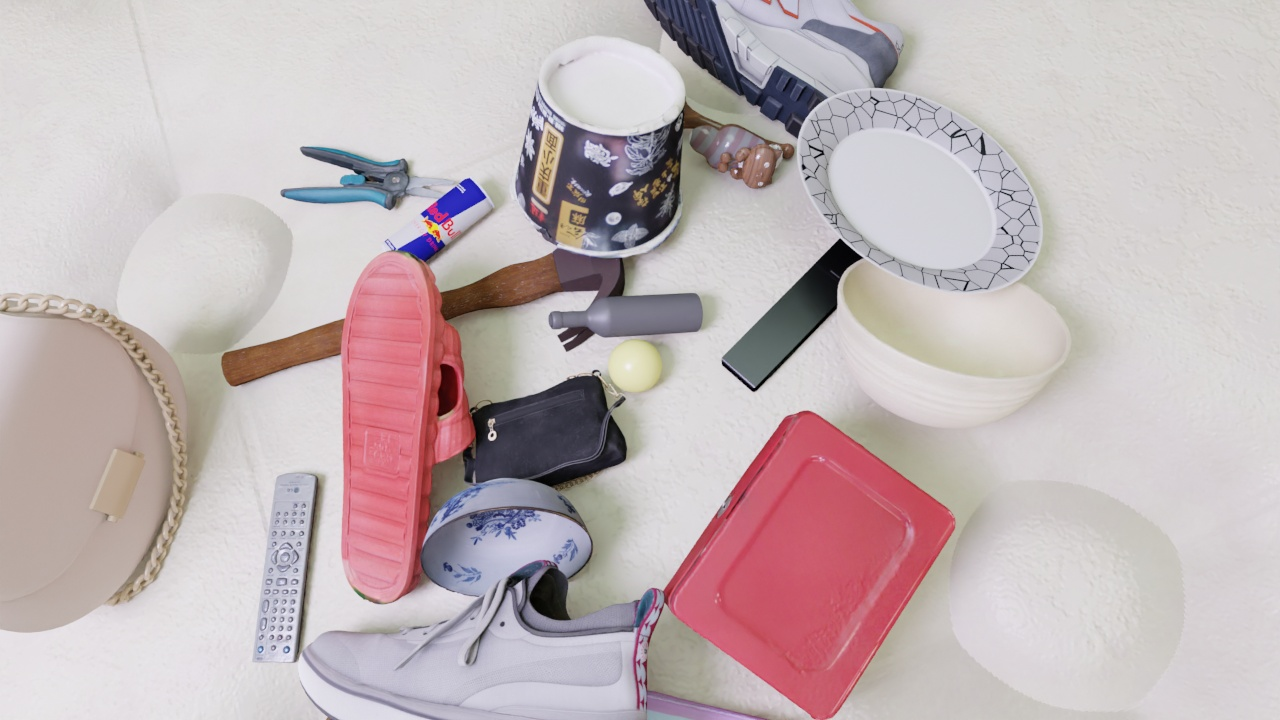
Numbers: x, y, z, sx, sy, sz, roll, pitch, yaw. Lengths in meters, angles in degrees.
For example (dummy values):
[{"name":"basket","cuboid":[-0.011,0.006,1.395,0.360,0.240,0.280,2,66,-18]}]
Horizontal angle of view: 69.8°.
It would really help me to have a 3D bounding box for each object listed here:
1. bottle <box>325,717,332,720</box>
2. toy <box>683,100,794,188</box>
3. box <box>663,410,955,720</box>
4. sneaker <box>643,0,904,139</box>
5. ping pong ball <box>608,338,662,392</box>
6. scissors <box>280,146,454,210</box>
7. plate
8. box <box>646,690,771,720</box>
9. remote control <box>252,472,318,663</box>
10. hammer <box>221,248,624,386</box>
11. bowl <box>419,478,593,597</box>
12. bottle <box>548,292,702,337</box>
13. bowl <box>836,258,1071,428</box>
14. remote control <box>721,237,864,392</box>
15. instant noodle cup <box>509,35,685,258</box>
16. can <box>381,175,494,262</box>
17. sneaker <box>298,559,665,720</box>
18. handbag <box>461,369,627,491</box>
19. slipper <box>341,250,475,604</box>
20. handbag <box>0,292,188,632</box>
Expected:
[{"name":"bottle","cuboid":[-0.166,0.263,0.614,0.106,0.025,0.025,20,74,13]},{"name":"toy","cuboid":[0.070,-0.171,0.730,0.102,0.042,0.054,20,51,5]},{"name":"box","cuboid":[0.106,0.127,0.587,0.134,0.110,0.157,34,78,12]},{"name":"sneaker","cuboid":[0.114,-0.283,0.747,0.124,0.089,0.240,-42,80,-13]},{"name":"ping pong ball","cuboid":[-0.004,0.004,0.677,0.040,0.040,0.040,-2,70,6]},{"name":"scissors","cuboid":[-0.234,-0.150,0.772,0.148,0.019,0.123,-27,65,-9]},{"name":"plate","cuboid":[0.198,-0.121,0.659,0.188,0.016,0.188,7,58,-12]},{"name":"box","cuboid":[-0.002,0.287,0.581,0.214,0.035,0.150,10,64,10]},{"name":"remote control","cuboid":[-0.259,0.150,0.672,0.033,0.013,0.136,-1,70,6]},{"name":"hammer","cuboid":[-0.169,-0.036,0.719,0.323,0.033,0.115,-16,68,2]},{"name":"bowl","cuboid":[-0.091,0.113,0.622,0.114,0.114,0.045,-12,49,3]},{"name":"bottle","cuboid":[-0.012,-0.032,0.674,0.112,0.030,0.030,-4,68,-19]},{"name":"bowl","cuboid":[0.202,-0.005,0.623,0.151,0.075,0.150,4,37,-3]},{"name":"remote control","cuboid":[0.124,-0.040,0.691,0.150,0.013,0.034,-45,71,-8]},{"name":"instant noodle cup","cuboid":[-0.027,-0.163,0.680,0.137,0.112,0.137,4,55,-6]},{"name":"can","cuboid":[-0.164,-0.109,0.741,0.095,0.032,0.032,-40,71,-7]},{"name":"sneaker","cuboid":[-0.103,0.184,0.575,0.263,0.097,0.128,3,65,29]},{"name":"handbag","cuboid":[-0.070,0.053,0.663,0.128,0.054,0.079,-18,65,3]},{"name":"slipper","cuboid":[-0.165,0.046,0.658,0.104,0.059,0.248,1,89,37]},{"name":"handbag","cuboid":[-0.409,0.068,0.616,0.103,0.209,0.210,9,70,11]}]
